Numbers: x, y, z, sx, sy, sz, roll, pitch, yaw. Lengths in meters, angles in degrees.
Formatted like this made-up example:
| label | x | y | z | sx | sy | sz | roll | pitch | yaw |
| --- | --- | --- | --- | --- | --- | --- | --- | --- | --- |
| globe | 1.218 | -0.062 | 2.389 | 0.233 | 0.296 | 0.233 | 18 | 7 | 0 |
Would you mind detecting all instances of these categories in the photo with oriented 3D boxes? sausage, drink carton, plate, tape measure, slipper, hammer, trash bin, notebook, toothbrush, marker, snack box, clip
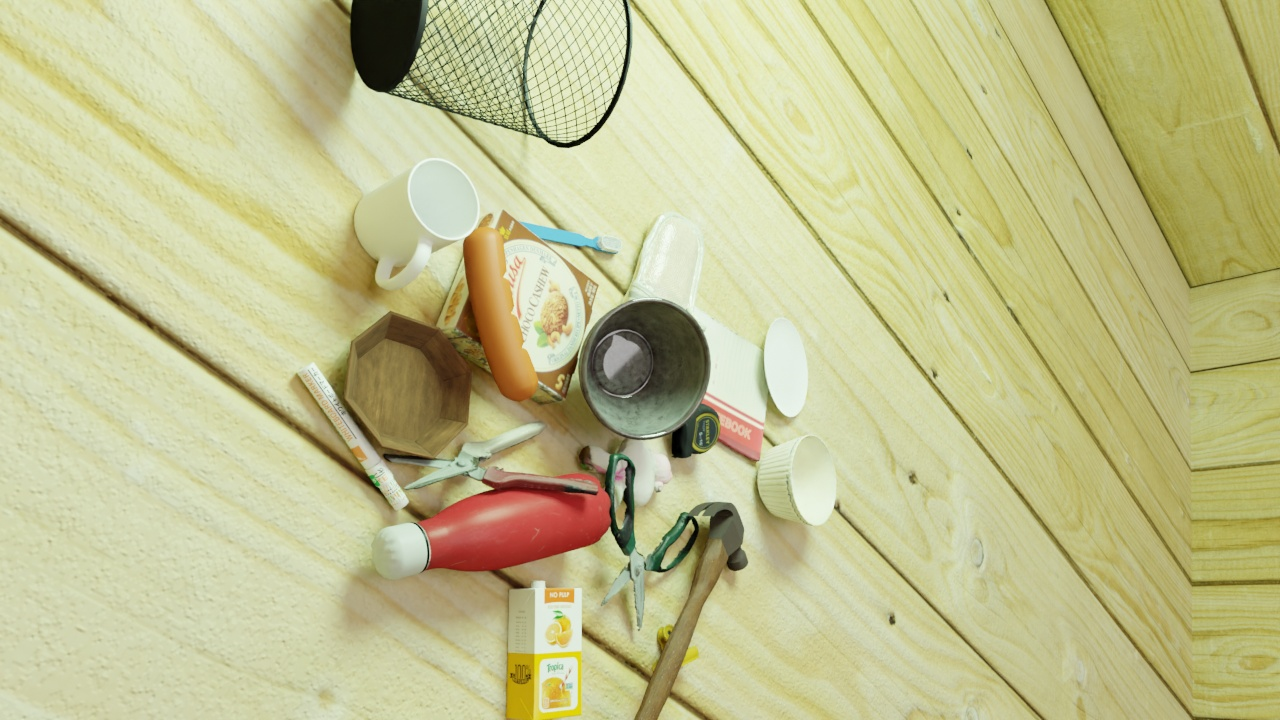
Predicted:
| label | x | y | z | sx | sy | sz | roll | pitch | yaw |
| --- | --- | --- | --- | --- | --- | --- | --- | --- | --- |
| sausage | -0.131 | -0.042 | 0.846 | 0.044 | 0.039 | 0.164 | -15 | 91 | -44 |
| drink carton | -0.090 | 0.271 | 0.866 | 0.058 | 0.040 | 0.122 | 13 | 70 | -44 |
| plate | 0.194 | 0.010 | 1.244 | 0.134 | 0.011 | 0.134 | 15 | 71 | -54 |
| tape measure | 0.063 | 0.079 | 1.073 | 0.061 | 0.034 | 0.062 | -7 | 106 | -33 |
| slipper | 0.024 | -0.057 | 1.060 | 0.114 | 0.054 | 0.272 | 35 | 58 | -31 |
| hammer | 0.049 | 0.278 | 0.978 | 0.321 | 0.033 | 0.115 | -58 | 134 | -46 |
| trash bin | -0.147 | -0.311 | 0.873 | 0.209 | 0.185 | 0.184 | -1 | 80 | -41 |
| notebook | 0.092 | 0.023 | 1.146 | 0.208 | 0.012 | 0.152 | 29 | 60 | -38 |
| toothbrush | -0.083 | -0.136 | 1.004 | 0.166 | 0.014 | 0.016 | 5 | 76 | -45 |
| marker | -0.243 | 0.066 | 0.779 | 0.017 | 0.017 | 0.145 | -45 | 112 | -43 |
| plate | -0.209 | 0.024 | 0.815 | 0.131 | 0.025 | 0.131 | 20 | 62 | -42 |
| snack box | -0.120 | -0.052 | 0.922 | 0.147 | 0.041 | 0.142 | 36 | 56 | -35 |
| clip | 0.037 | 0.315 | 0.998 | 0.054 | 0.046 | 0.048 | -6 | 108 | -45 |

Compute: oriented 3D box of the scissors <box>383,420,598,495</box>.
| label | x | y | z | sx | sy | sz | roll | pitch | yaw |
| --- | --- | --- | --- | --- | --- | --- | --- | --- | --- |
| scissors | -0.130 | 0.093 | 0.853 | 0.198 | 0.015 | 0.179 | 17 | 24 | -3 |

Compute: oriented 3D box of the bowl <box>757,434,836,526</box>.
| label | x | y | z | sx | sy | sz | roll | pitch | yaw |
| --- | --- | --- | --- | --- | --- | --- | --- | --- | --- |
| bowl | 0.197 | 0.155 | 1.178 | 0.115 | 0.063 | 0.115 | 13 | 73 | -49 |

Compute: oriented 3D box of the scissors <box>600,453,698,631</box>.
| label | x | y | z | sx | sy | sz | roll | pitch | yaw |
| --- | --- | --- | --- | --- | --- | --- | --- | --- | --- |
| scissors | 0.011 | 0.181 | 0.982 | 0.204 | 0.015 | 0.202 | -20 | 111 | -56 |

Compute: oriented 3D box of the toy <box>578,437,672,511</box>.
| label | x | y | z | sx | sy | sz | roll | pitch | yaw |
| --- | --- | --- | --- | --- | --- | --- | --- | --- | --- |
| toy | -0.011 | 0.123 | 0.992 | 0.122 | 0.038 | 0.079 | -1 | 72 | -44 |

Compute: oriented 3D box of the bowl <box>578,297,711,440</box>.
| label | x | y | z | sx | sy | sz | roll | pitch | yaw |
| --- | --- | --- | --- | --- | --- | --- | --- | --- | --- |
| bowl | -0.005 | 0.005 | 0.954 | 0.144 | 0.067 | 0.145 | -3 | 97 | -25 |

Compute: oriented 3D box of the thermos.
| label | x | y | z | sx | sy | sz | roll | pitch | yaw |
| --- | --- | --- | --- | --- | --- | --- | --- | --- | --- |
| thermos | -0.132 | 0.153 | 0.831 | 0.239 | 0.073 | 0.073 | -4 | 83 | -47 |

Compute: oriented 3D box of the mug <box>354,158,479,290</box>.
| label | x | y | z | sx | sy | sz | roll | pitch | yaw |
| --- | --- | --- | --- | --- | --- | --- | --- | --- | --- |
| mug | -0.203 | -0.114 | 0.814 | 0.073 | 0.091 | 0.110 | 29 | 60 | -38 |
